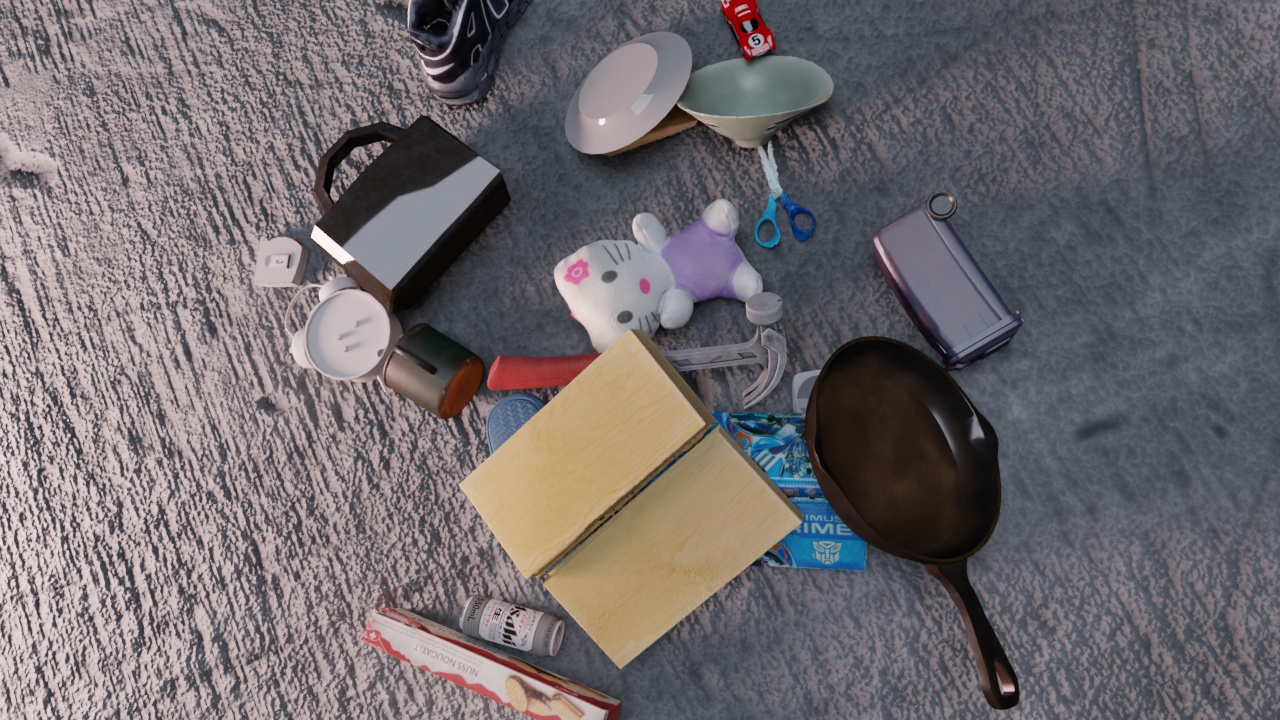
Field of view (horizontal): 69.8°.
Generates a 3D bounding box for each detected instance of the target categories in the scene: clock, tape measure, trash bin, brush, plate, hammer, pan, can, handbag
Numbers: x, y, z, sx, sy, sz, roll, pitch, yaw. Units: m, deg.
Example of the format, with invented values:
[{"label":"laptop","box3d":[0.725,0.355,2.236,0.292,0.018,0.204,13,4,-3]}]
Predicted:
[{"label":"clock","box3d":[-0.350,-0.035,1.075,0.159,0.061,0.120,27,86,13]},{"label":"tape measure","box3d":[-0.444,-0.122,1.130,0.062,0.020,0.060,3,80,11]},{"label":"trash bin","box3d":[0.314,-0.076,0.938,0.092,0.093,0.160,-32,76,9]},{"label":"brush","box3d":[0.006,-0.275,1.061,0.117,0.039,0.049,-18,77,6]},{"label":"plate","box3d":[-0.022,-0.310,1.039,0.173,0.019,0.172,-19,53,27]},{"label":"tape measure","box3d":[0.195,0.041,0.978,0.065,0.017,0.064,-5,79,10]},{"label":"hammer","box3d":[-0.006,0.006,0.967,0.316,0.126,0.036,-6,37,6]},{"label":"pan","box3d":[0.265,0.146,0.864,0.248,0.043,0.355,-3,67,-33]},{"label":"can","box3d":[-0.138,0.284,0.984,0.107,0.044,0.044,11,82,13]},{"label":"handbag","box3d":[-0.289,-0.187,1.068,0.199,0.102,0.197,41,82,7]}]

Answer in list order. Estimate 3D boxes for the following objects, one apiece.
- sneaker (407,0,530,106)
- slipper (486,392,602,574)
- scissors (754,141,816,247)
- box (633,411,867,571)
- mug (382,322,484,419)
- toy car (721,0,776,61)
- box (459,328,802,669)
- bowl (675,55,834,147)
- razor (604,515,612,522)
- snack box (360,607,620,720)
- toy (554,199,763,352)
[{"label":"sneaker","box3d":[-0.205,-0.442,1.075,0.097,0.151,0.252,19,83,14]},{"label":"slipper","box3d":[-0.105,0.138,0.999,0.104,0.059,0.213,-23,89,14]},{"label":"scissors","box3d":[0.158,-0.191,1.033,0.073,0.016,0.134,-10,73,14]},{"label":"box","box3d":[0.110,0.131,0.940,0.244,0.075,0.166,0,83,16]},{"label":"mug","box3d":[-0.232,0.010,1.018,0.081,0.111,0.085,30,82,13]},{"label":"toy car","box3d":[0.124,-0.388,1.059,0.038,0.025,0.089,-22,63,6]},{"label":"box","box3d":[-0.014,0.140,0.918,0.247,0.076,0.257,-43,89,15]},{"label":"bowl","box3d":[0.124,-0.275,1.018,0.174,0.068,0.173,-5,38,4]},{"label":"razor","box3d":[-0.034,0.159,0.996,0.018,0.043,0.140,-28,69,29]},{"label":"snack box","box3d":[-0.156,0.326,0.965,0.273,0.076,0.044,19,80,14]},{"label":"toy","box3d":[0.017,-0.092,0.999,0.209,0.085,0.137,-21,97,0]}]
